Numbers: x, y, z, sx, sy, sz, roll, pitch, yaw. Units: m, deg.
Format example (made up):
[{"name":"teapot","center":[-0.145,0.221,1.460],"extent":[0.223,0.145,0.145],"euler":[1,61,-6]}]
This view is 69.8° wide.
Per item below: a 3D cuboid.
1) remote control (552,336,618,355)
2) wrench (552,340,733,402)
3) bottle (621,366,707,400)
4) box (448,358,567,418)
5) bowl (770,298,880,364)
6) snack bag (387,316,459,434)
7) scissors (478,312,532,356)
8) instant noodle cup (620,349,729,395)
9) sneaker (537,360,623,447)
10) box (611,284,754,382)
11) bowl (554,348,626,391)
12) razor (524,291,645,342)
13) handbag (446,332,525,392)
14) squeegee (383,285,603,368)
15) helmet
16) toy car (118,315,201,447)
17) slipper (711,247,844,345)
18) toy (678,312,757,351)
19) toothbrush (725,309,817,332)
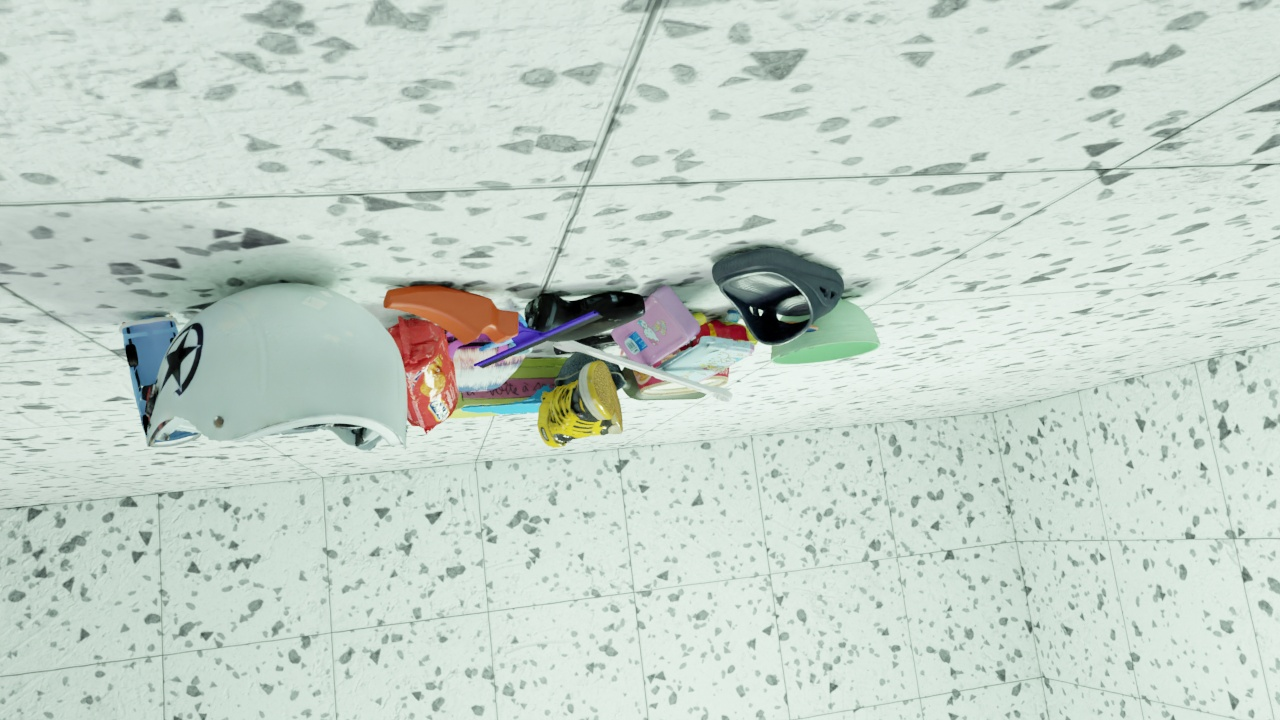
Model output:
[{"name":"remote control","center":[-0.058,-0.027,1.329],"extent":[0.136,0.015,0.032],"euler":[-9,170,-1]},{"name":"wrench","center":[-0.007,0.007,1.217],"extent":[0.273,0.009,0.047],"euler":[18,162,16]},{"name":"bottle","center":[0.022,0.032,1.550],"extent":[0.206,0.071,0.072],"euler":[0,168,-35]},{"name":"box","center":[-0.214,0.043,1.454],"extent":[0.220,0.082,0.125],"euler":[-4,171,-32]},{"name":"bowl","center":[0.249,-0.043,1.262],"extent":[0.151,0.077,0.151],"euler":[-7,170,-1]},{"name":"snack bag","center":[-0.268,0.017,1.133],"extent":[0.082,0.082,0.177],"euler":[-6,147,-4]},{"name":"scissors","center":[-0.142,-0.035,1.133],"extent":[0.125,0.014,0.131],"euler":[-21,158,-16]},{"name":"instant noodle cup","center":[0.064,0.008,1.425],"extent":[0.178,0.077,0.179],"euler":[-6,170,-1]},{"name":"sneaker","center":[-0.098,0.065,1.337],"extent":[0.122,0.086,0.239],"euler":[-10,162,4]},{"name":"box","center":[0.046,-0.019,1.168],"extent":[0.149,0.051,0.215],"euler":[30,162,-8]},{"name":"bowl","center":[-0.077,0.014,1.413],"extent":[0.110,0.055,0.110],"euler":[-3,160,-1]},{"name":"razor","center":[-0.065,-0.059,1.068],"extent":[0.140,0.053,0.064],"euler":[-12,138,-7]},{"name":"handbag","center":[-0.217,-0.015,1.192],"extent":[0.144,0.068,0.170],"euler":[-3,163,-17]},{"name":"squeegee","center":[-0.189,-0.048,0.998],"extent":[0.184,0.055,0.250],"euler":[12,159,-37]},{"name":"helmet","center":[-0.359,0.009,0.917],"extent":[0.236,0.163,0.265],"euler":[8,169,-41]},{"name":"toy car","center":[-0.516,0.021,0.988],"extent":[0.056,0.154,0.055],"euler":[-12,-150,-25]},{"name":"slipper","center":[0.171,-0.066,1.075],"extent":[0.111,0.083,0.267],"euler":[-14,167,27]},{"name":"toy","center":[0.106,-0.031,1.276],"extent":[0.137,0.067,0.106],"euler":[2,-172,-38]},{"name":"toothbrush","center":[0.172,-0.050,1.215],"extent":[0.135,0.017,0.021],"euler":[13,167,34]}]
